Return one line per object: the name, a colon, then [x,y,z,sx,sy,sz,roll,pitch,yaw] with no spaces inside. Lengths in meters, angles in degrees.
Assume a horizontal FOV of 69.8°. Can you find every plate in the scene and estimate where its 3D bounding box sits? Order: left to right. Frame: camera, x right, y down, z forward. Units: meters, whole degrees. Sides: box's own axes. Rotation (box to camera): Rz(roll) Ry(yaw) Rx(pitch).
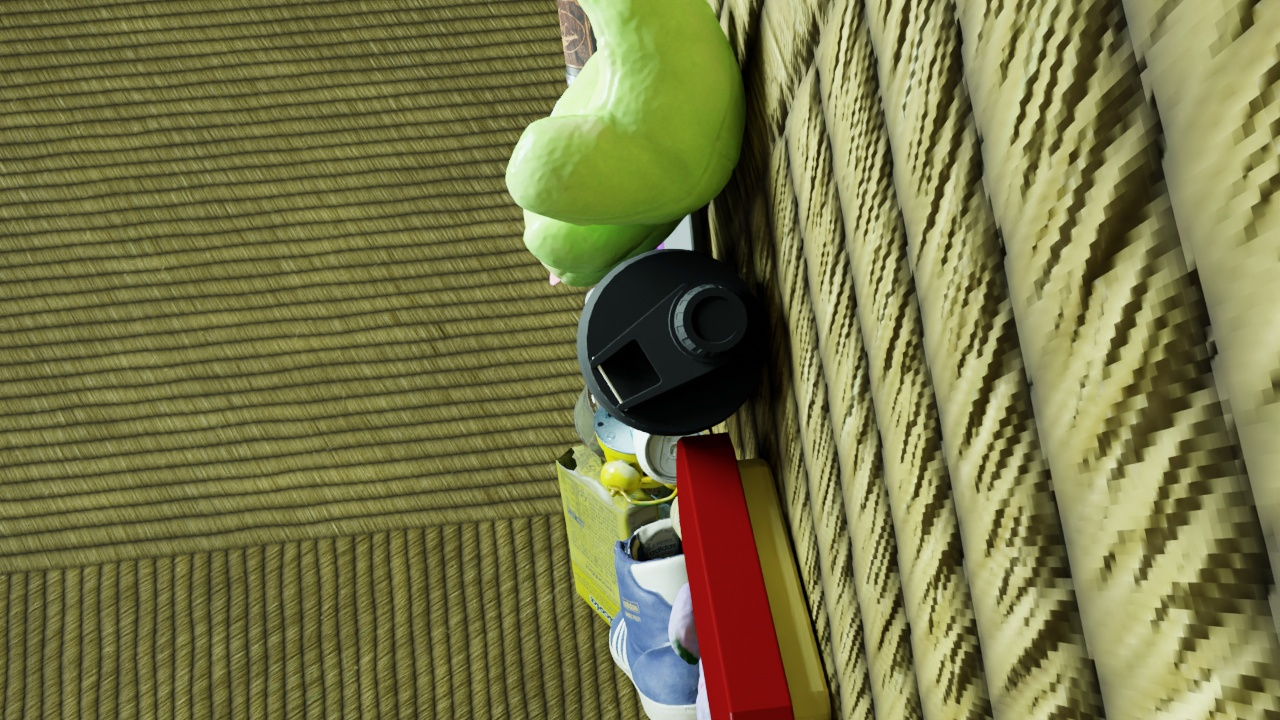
plate: [0.031,-0.076,0.648,0.178,0.012,0.178,171,93,-87]

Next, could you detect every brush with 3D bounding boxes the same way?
brush: [0.048,0.113,0.415,0.082,0.042,0.173,88,176,-47]

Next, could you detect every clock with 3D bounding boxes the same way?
clock: [0.005,0.073,0.775,0.118,0.083,0.057,-95,-4,-49]

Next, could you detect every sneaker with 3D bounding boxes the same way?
sneaker: [0.014,0.170,0.696,0.233,0.091,0.118,-137,37,-84]

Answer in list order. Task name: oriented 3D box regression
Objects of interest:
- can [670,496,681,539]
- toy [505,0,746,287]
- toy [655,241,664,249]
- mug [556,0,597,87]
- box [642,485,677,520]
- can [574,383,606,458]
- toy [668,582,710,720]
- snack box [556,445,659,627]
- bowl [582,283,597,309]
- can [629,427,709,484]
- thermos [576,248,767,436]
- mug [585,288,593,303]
can: [0.040,0.100,0.571,0.079,0.038,0.038,132,132,-86]
toy: [-0.005,-0.104,0.454,0.197,0.107,0.150,-6,-64,-86]
toy: [-0.002,-0.120,0.772,0.106,0.055,0.088,52,145,38]
mug: [-0.010,-0.231,0.657,0.116,0.079,0.107,36,140,49]
box: [0.037,0.193,0.919,0.089,0.091,0.214,-40,-39,-38]
can: [-0.015,0.044,0.896,0.075,0.089,0.089,118,148,-63]
toy: [0.043,0.164,0.479,0.080,0.037,0.099,30,-134,-46]
snack box: [-0.023,0.175,0.856,0.121,0.045,0.181,31,136,48]
bowl: [-0.026,-0.033,0.960,0.121,0.056,0.121,60,-172,-14]
can: [0.022,0.057,0.686,0.101,0.055,0.055,-121,25,-82]
thermos: [0.011,-0.008,0.464,0.198,0.086,0.086,178,86,-87]
mug: [-0.009,-0.030,0.783,0.113,0.084,0.070,60,-156,-67]
